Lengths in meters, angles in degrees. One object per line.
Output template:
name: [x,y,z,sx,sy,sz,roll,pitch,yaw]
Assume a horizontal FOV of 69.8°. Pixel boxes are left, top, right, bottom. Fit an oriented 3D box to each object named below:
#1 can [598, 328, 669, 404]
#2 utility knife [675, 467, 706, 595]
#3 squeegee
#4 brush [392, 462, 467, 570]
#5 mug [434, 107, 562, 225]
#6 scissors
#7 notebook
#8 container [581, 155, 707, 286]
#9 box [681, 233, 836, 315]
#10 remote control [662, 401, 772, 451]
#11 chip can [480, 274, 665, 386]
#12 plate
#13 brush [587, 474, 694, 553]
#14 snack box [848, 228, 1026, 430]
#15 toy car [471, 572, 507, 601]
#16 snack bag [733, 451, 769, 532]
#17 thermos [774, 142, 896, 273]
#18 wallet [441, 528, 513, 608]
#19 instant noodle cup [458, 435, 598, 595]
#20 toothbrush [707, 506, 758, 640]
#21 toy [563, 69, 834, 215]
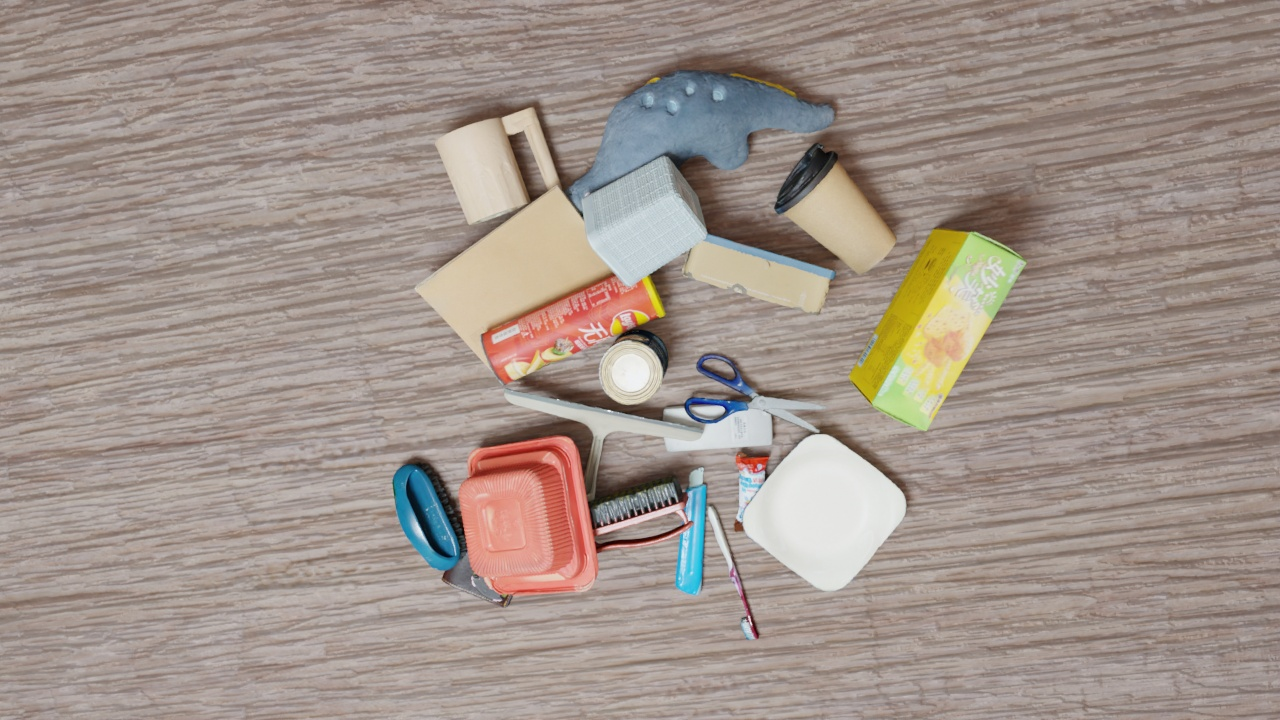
can: [-0.006,0.006,1.087,0.075,0.111,0.075,1,99,5]
utility knife: [0.066,0.216,1.163,0.034,0.018,0.166,4,98,-3]
squeegee: [-0.067,0.168,1.157,0.246,0.039,0.247,11,106,-1]
brush: [-0.272,0.198,1.156,0.055,0.073,0.144,-26,86,19]
mug: [-0.165,-0.229,1.083,0.124,0.084,0.103,-21,98,-7]
scissors: [0.133,0.056,1.112,0.146,0.012,0.169,-41,77,-4]
notebook: [-0.141,-0.092,1.107,0.212,0.012,0.149,-34,118,9]
container: [0.006,-0.159,1.027,0.112,0.089,0.090,-28,134,18]
box: [0.141,-0.101,1.069,0.184,0.089,0.059,14,99,0]
remote control: [0.095,0.081,1.137,0.135,0.019,0.056,-5,99,6]
chip can: [-0.081,-0.043,1.097,0.216,0.073,0.073,-24,96,3]
plate: [0.224,0.184,1.130,0.164,0.034,0.164,38,97,-4]
brush: [-0.012,0.193,1.108,0.146,0.063,0.069,-18,91,9]
snack box: [0.324,-0.040,1.026,0.070,0.157,0.210,28,100,-2]
toy car: [-0.165,0.249,1.165,0.056,0.037,0.122,37,102,2]
snack bag: [0.138,0.163,1.143,0.045,0.026,0.105,-2,102,-8]
thermos: [0.224,-0.170,1.053,0.143,0.093,0.093,42,100,-10]
wallet: [-0.192,0.252,1.192,0.096,0.020,0.122,25,99,-4]
instant noodle cup: [-0.142,0.190,1.086,0.165,0.079,0.188,-13,87,27]
toothbrush: [0.115,0.272,1.169,0.017,0.016,0.187,-17,98,17]
toy: [0.040,-0.257,1.059,0.357,0.091,0.138,-23,124,9]
